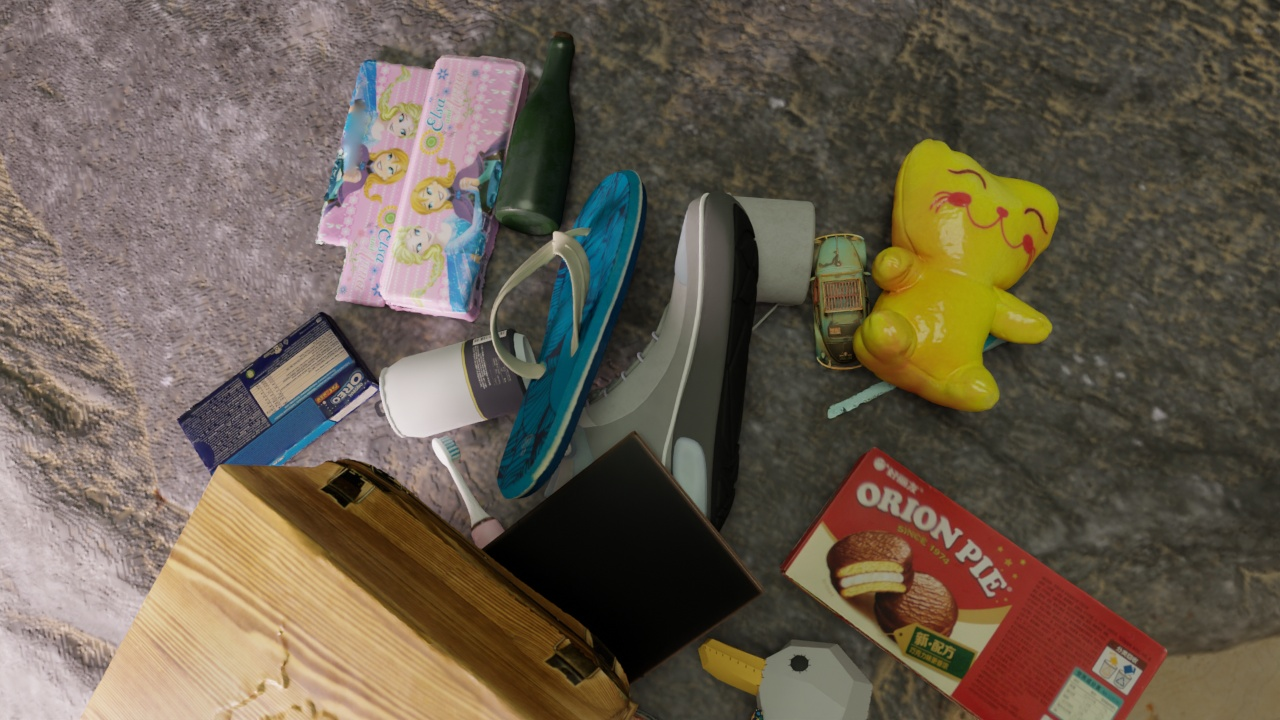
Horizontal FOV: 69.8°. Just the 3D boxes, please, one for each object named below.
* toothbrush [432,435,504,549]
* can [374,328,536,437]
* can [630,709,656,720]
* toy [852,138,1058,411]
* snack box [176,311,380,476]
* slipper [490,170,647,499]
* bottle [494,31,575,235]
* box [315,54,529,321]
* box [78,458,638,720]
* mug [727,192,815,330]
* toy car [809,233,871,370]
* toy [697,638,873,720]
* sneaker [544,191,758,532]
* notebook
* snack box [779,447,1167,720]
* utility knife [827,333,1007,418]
[{"bbox_3d":[-0.106,0.154,0.709,0.027,0.026,0.222,-42,72,41],"label":"toothbrush"},{"bbox_3d":[-0.146,0.020,0.723,0.127,0.064,0.064,-15,77,2],"label":"can"},{"bbox_3d":[-0.016,0.296,0.660,0.086,0.043,0.086,-1,78,5],"label":"can"},{"bbox_3d":[0.233,-0.059,0.685,0.134,0.088,0.193,23,73,-4],"label":"toy"},{"bbox_3d":[-0.296,0.037,0.754,0.150,0.027,0.082,-37,78,-2],"label":"snack box"},{"bbox_3d":[-0.059,-0.041,0.661,0.060,0.118,0.294,31,53,-25],"label":"slipper"},{"bbox_3d":[-0.079,-0.195,0.768,0.055,0.055,0.174,8,77,7],"label":"bottle"},{"bbox_3d":[-0.193,-0.155,0.783,0.159,0.035,0.230,8,78,8],"label":"box"},{"bbox_3d":[-0.170,0.224,0.582,0.279,0.176,0.247,31,96,22],"label":"box"},{"bbox_3d":[0.094,-0.072,0.716,0.070,0.084,0.113,5,107,4],"label":"mug"},{"bbox_3d":[0.157,-0.050,0.715,0.047,0.047,0.111,-4,77,8],"label":"toy car"},{"bbox_3d":[0.101,0.320,0.589,0.247,0.141,0.267,23,68,26],"label":"toy"},{"bbox_3d":[-0.003,0.004,0.669,0.160,0.092,0.257,7,105,17],"label":"sneaker"},{"bbox_3d":[-0.039,0.166,0.649,0.209,0.008,0.141,-39,91,14],"label":"notebook"},{"bbox_3d":[0.228,0.176,0.652,0.236,0.060,0.113,35,84,12],"label":"snack box"},{"bbox_3d":[0.222,0.008,0.714,0.169,0.015,0.022,-28,70,2],"label":"utility knife"}]
